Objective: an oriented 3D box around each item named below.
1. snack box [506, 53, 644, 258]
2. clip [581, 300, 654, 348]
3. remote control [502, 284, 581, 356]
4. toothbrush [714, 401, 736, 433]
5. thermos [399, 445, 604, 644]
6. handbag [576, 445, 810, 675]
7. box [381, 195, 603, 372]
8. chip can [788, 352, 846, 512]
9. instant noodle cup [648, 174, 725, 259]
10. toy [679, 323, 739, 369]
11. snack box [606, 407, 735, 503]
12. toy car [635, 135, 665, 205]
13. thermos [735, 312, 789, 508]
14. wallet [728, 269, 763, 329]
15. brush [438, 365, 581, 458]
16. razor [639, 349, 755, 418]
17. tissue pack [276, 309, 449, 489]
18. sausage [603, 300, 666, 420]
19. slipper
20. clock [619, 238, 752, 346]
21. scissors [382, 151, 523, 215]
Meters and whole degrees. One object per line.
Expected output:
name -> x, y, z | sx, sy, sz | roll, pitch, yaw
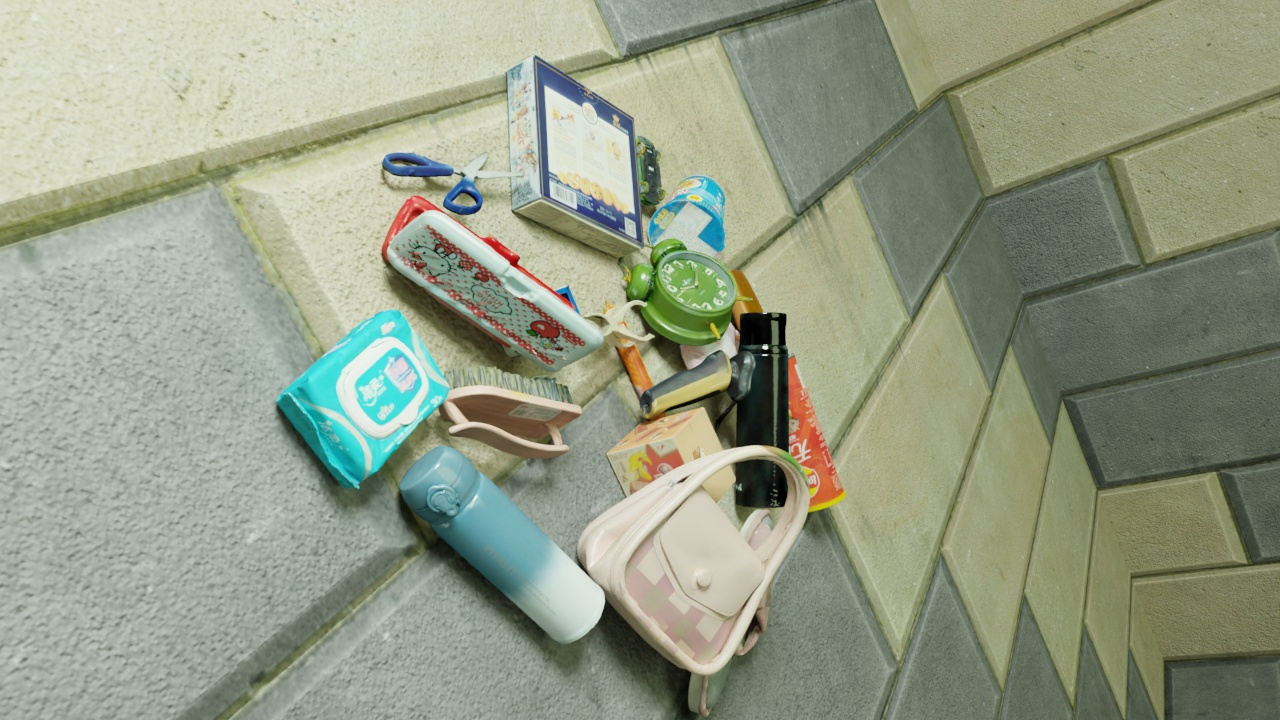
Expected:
snack box -> -0.071, -0.228, 1.050 | 0.177, 0.046, 0.182 | 18, 61, -49
clip -> -0.023, -0.026, 1.000 | 0.104, 0.035, 0.087 | -39, 109, -51
remote control -> -0.103, -0.041, 0.941 | 0.124, 0.024, 0.049 | -28, 98, -54
toothbrush -> 0.110, 0.068, 1.198 | 0.017, 0.014, 0.188 | 46, 36, 1
thermos -> -0.118, 0.161, 0.795 | 0.220, 0.070, 0.070 | 51, 40, -28
handbag -> 0.073, 0.182, 0.924 | 0.234, 0.093, 0.193 | -43, 120, -9
box -> -0.126, -0.080, 0.837 | 0.201, 0.100, 0.095 | 36, 47, -28
chip can -> 0.218, 0.100, 1.278 | 0.073, 0.073, 0.216 | -25, 96, -55
instant noodle cup -> 0.068, -0.186, 1.191 | 0.099, 0.099, 0.109 | 54, 30, -24
toy -> 0.098, -0.017, 1.188 | 0.159, 0.054, 0.121 | 22, 58, -58
snack box -> 0.034, 0.116, 0.998 | 0.076, 0.095, 0.093 | -37, 106, -53
toy car -> 0.005, -0.239, 1.167 | 0.043, 0.036, 0.091 | 12, 65, -53
thermos -> 0.157, 0.062, 1.171 | 0.090, 0.068, 0.242 | 10, 81, -83
wallet -> 0.153, -0.064, 1.277 | 0.130, 0.035, 0.119 | 67, 15, 3
brush -> -0.123, 0.049, 0.840 | 0.145, 0.063, 0.073 | 17, 51, -49
razor -> 0.067, 0.033, 1.066 | 0.167, 0.062, 0.067 | -20, 80, -38
tissue pack -> -0.218, 0.029, 0.729 | 0.093, 0.050, 0.133 | 58, 37, -20
sausage -> -0.006, 0.006, 1.056 | 0.021, 0.022, 0.165 | -36, 105, -54
slipper -> 0.119, 0.281, 1.047 | 0.273, 0.054, 0.114 | -58, 152, -45
clock -> 0.047, -0.088, 1.107 | 0.161, 0.056, 0.115 | 34, 47, 9
scissors -> -0.176, -0.179, 0.881 | 0.162, 0.012, 0.162 | 14, 30, -26
